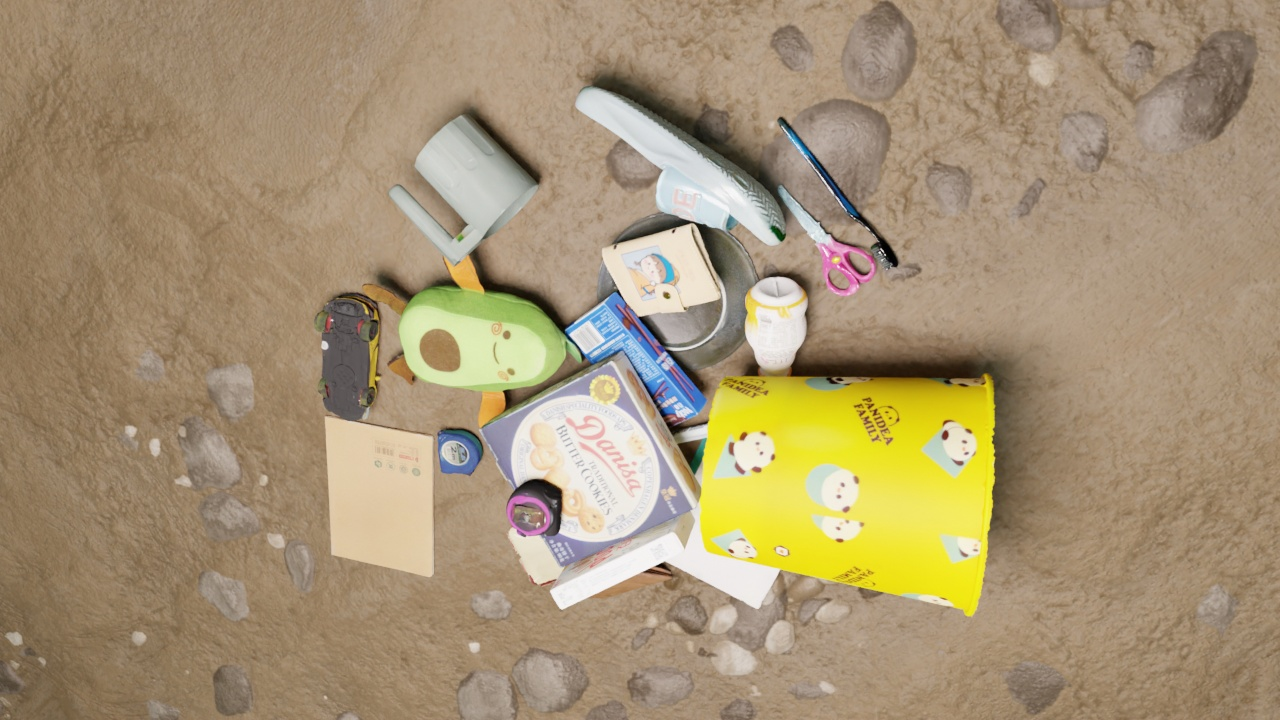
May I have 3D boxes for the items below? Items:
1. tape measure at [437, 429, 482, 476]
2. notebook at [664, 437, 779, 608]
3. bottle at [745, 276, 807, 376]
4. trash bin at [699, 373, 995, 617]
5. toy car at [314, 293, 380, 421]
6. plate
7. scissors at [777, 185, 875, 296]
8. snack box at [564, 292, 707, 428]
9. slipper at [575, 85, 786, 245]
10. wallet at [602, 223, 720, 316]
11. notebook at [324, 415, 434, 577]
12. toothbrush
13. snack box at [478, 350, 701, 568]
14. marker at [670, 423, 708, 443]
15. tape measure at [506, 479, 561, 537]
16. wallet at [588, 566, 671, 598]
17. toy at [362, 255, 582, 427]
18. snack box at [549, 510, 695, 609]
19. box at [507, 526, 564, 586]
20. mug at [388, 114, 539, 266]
[{"bbox_3d":[-0.219,0.111,1.116,0.054,0.025,0.058,3,116,11],"label":"tape measure"},{"bbox_3d":[0.113,0.177,1.065,0.150,0.012,0.209,26,114,5],"label":"notebook"},{"bbox_3d":[0.140,-0.030,0.949,0.063,0.063,0.108,4,126,12],"label":"bottle"},{"bbox_3d":[0.202,0.115,0.906,0.255,0.229,0.230,5,112,16],"label":"trash bin"},{"bbox_3d":[-0.347,-0.002,1.093,0.071,0.041,0.156,12,112,9],"label":"toy car"},{"bbox_3d":[0.037,-0.067,0.981,0.179,0.024,0.180,5,113,12],"label":"plate"},{"bbox_3d":[0.183,-0.125,0.927,0.058,0.017,0.133,-37,95,34],"label":"scissors"},{"bbox_3d":[-0.006,0.006,1.001,0.157,0.026,0.085,50,141,-8],"label":"snack box"},{"bbox_3d":[0.035,-0.181,0.894,0.245,0.104,0.074,35,107,4],"label":"slipper"},{"bbox_3d":[0.023,-0.088,0.935,0.115,0.024,0.087,-10,112,37],"label":"wallet"},{"bbox_3d":[-0.335,0.177,1.180,0.148,0.008,0.208,10,113,11],"label":"notebook"},{"bbox_3d":[0.194,-0.164,0.909,0.189,0.014,0.016,49,138,-7],"label":"toothbrush"},{"bbox_3d":[-0.054,0.109,0.993,0.183,0.045,0.178,-28,95,20],"label":"snack box"},{"bbox_3d":[0.030,0.089,1.043,0.146,0.016,0.017,-14,107,23],"label":"marker"},{"bbox_3d":[-0.113,0.158,0.976,0.058,0.039,0.057,10,108,14],"label":"tape measure"},{"bbox_3d":[-0.029,0.263,1.091,0.101,0.115,0.020,-23,64,22],"label":"wallet"},{"bbox_3d":[-0.192,-0.022,1.021,0.247,0.089,0.227,2,121,17],"label":"toy"},{"bbox_3d":[-0.018,0.210,0.990,0.157,0.084,0.027,-28,96,17],"label":"snack box"},{"bbox_3d":[-0.069,0.198,1.076,0.169,0.076,0.091,-24,95,22],"label":"box"},{"bbox_3d":[-0.184,-0.176,0.949,0.124,0.084,0.103,-44,95,-6],"label":"mug"}]
